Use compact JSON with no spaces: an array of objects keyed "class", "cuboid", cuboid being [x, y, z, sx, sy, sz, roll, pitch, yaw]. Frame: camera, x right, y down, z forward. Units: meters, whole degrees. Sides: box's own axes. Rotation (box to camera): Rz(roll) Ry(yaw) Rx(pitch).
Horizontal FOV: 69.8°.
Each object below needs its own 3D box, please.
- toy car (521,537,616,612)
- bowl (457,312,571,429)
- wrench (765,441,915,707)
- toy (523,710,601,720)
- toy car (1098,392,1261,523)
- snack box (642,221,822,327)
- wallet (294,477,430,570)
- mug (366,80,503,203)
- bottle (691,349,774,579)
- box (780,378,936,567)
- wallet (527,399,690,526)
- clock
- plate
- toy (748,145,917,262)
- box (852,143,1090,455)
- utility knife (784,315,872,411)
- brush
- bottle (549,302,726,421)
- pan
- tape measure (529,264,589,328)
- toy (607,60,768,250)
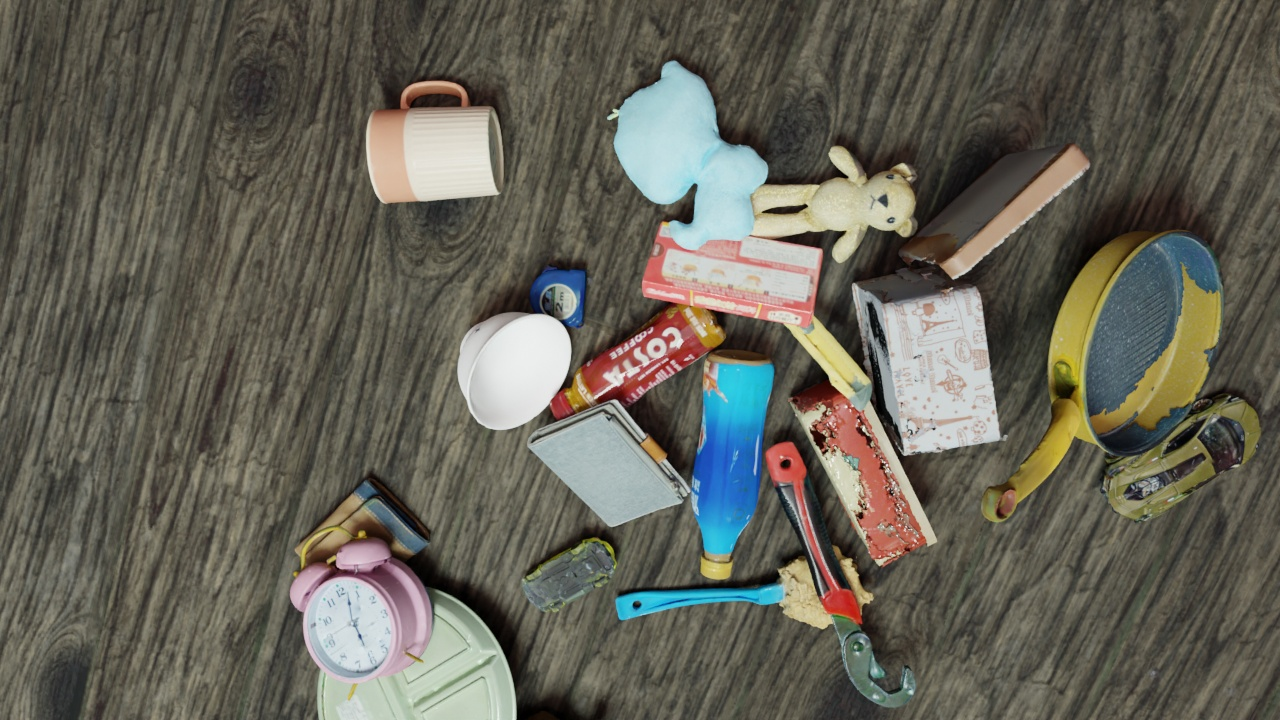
[{"class":"toy car","cuboid":[-0.071,0.213,0.920,0.105,0.032,0.048,-34,97,20]},{"class":"bowl","cuboid":[-0.130,-0.002,0.858,0.065,0.118,0.118,34,103,36]},{"class":"wrench","cuboid":[0.183,0.204,0.870,0.056,0.016,0.273,-25,90,1]},{"class":"toy","cuboid":[-0.050,0.440,0.921,0.199,0.130,0.140,32,105,-13]},{"class":"toy car","cuboid":[0.507,0.091,0.860,0.158,0.042,0.070,-35,97,6]},{"class":"snack box","cuboid":[0.083,-0.079,0.828,0.153,0.025,0.075,11,58,8]},{"class":"wallet","cuboid":[-0.282,0.185,0.927,0.115,0.033,0.090,-41,97,13]},{"class":"mug","cuboid":[-0.182,-0.200,0.830,0.106,0.082,0.114,-2,71,2]},{"class":"bottle","cuboid":[0.083,0.101,0.872,0.065,0.065,0.219,6,100,2]},{"class":"box","cuboid":[0.198,0.104,0.853,0.076,0.091,0.168,-28,98,4]},{"class":"wallet","cuboid":[-0.026,0.096,0.864,0.107,0.036,0.130,-24,122,28]},{"class":"clock","cuboid":[-0.273,0.234,0.882,0.117,0.059,0.158,-31,81,16]},{"class":"plate","cuboid":[-0.229,0.341,0.913,0.230,0.027,0.230,-2,85,21]},{"class":"toy","cuboid":[0.167,-0.139,0.823,0.157,0.066,0.105,-2,98,19]},{"class":"box","cuboid":[0.259,-0.059,0.776,0.134,0.179,0.271,18,102,1]},{"class":"utility knife","cuboid":[0.140,-0.037,0.830,0.031,0.021,0.205,-32,63,-15]},{"class":"brush","cuboid":[0.101,0.233,0.914,0.255,0.045,0.083,-8,103,8]},{"class":"bottle","cuboid":[-0.005,0.005,0.863,0.175,0.057,0.057,-35,97,8]},{"class":"pan","cuboid":[0.375,0.023,0.750,0.356,0.078,0.198,-28,116,-22]},{"class":"tape measure","cuboid":[-0.077,-0.061,0.871,0.054,0.025,0.058,6,97,4]},{"class":"toy","cuboid":[0.038,-0.184,0.824,0.156,0.050,0.161,15,91,7]}]
